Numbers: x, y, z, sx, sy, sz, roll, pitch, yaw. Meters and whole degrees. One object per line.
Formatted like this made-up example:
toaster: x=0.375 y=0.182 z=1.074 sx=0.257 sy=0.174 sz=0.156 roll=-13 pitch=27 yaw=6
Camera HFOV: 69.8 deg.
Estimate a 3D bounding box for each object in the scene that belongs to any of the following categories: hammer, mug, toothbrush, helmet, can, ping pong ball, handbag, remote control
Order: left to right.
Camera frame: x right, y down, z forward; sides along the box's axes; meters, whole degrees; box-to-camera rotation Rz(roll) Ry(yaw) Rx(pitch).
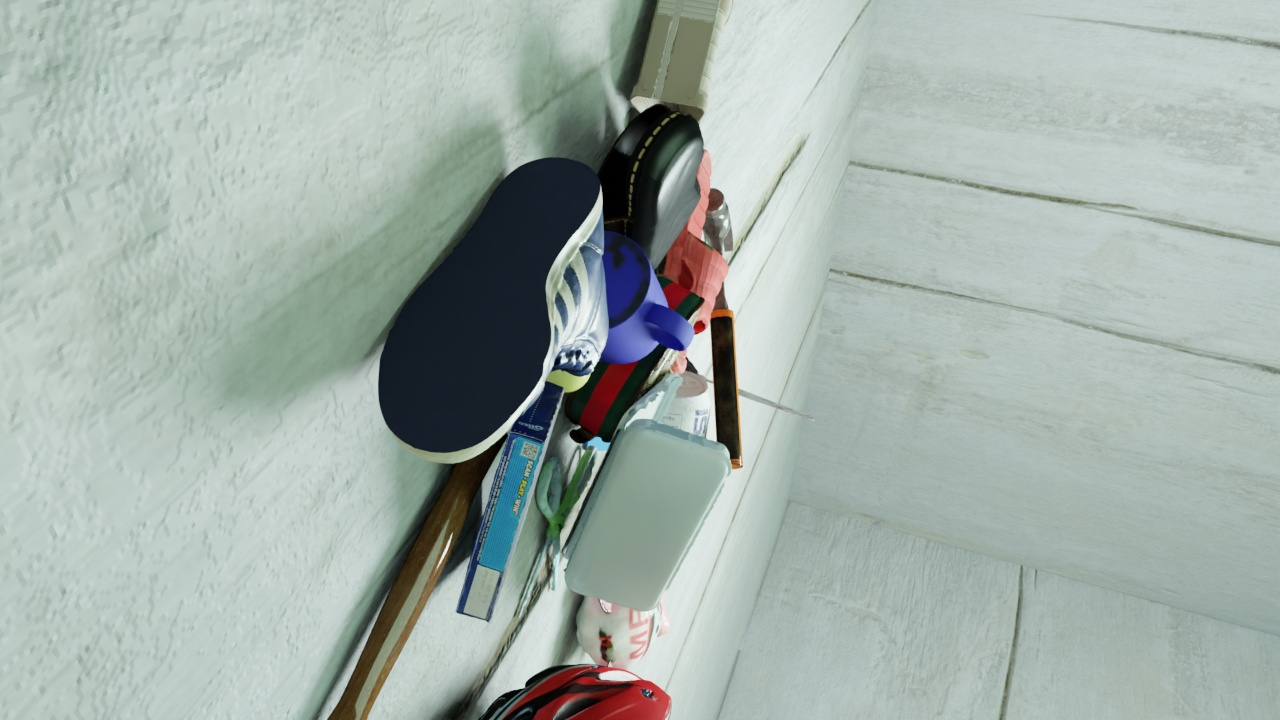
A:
hammer: x=-0.153 y=0.174 z=0.540 sx=0.115 sy=0.033 sz=0.322 roll=78 pitch=29 yaw=-55
helmet: x=-0.069 y=0.345 z=0.724 sx=0.271 sy=0.167 sz=0.218 roll=-18 pitch=135 yaw=-65
ping pong ball: x=-0.058 y=0.005 z=0.710 sx=0.040 sy=0.040 sz=0.040 roll=15 pitch=89 yaw=-75
toothbrush: x=-0.029 y=0.085 z=0.950 sx=0.166 sy=0.014 sz=0.016 roll=13 pitch=91 yaw=-71
mug: x=-0.010 y=-0.040 z=0.707 sx=0.079 sy=0.111 sz=0.083 roll=-61 pitch=162 yaw=-10
handbag: x=-0.005 y=0.005 z=0.819 sx=0.166 sy=0.063 sz=0.138 roll=-57 pitch=171 yaw=-1
can: x=0.036 y=0.085 z=1.050 sx=0.078 sy=0.078 sz=0.136 roll=-50 pitch=150 yaw=-59
remote control: x=0.061 y=0.035 z=1.175 sx=0.009 sy=0.046 sz=0.125 roll=-29 pitch=148 yaw=-14
handbag: x=0.048 y=-0.269 z=0.830 sx=0.198 sy=0.062 sz=0.175 roll=67 pitch=36 yaw=-78
hammer: x=0.097 y=-0.029 z=1.076 sx=0.138 sy=0.035 sz=0.314 roll=49 pitch=38 yaw=-75
toothbrush: x=0.135 y=0.046 z=1.175 sx=0.010 sy=0.181 sz=0.010 roll=83 pitch=31 yaw=-60

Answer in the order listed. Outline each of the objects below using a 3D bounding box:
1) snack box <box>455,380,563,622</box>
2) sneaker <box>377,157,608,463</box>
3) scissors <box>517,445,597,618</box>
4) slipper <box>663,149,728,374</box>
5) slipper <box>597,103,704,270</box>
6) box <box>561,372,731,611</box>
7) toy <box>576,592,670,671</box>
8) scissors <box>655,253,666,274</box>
snack box: x=-0.088 y=0.095 z=0.623 sx=0.082 sy=0.027 sz=0.150 roll=-76 pitch=-175 yaw=-67
sneaker: x=-0.078 y=-0.005 z=0.553 sx=0.119 sy=0.091 sz=0.232 roll=90 pitch=12 yaw=-49
scissors: x=-0.079 y=0.147 z=0.824 sx=0.168 sy=0.023 sz=0.171 roll=85 pitch=24 yaw=-63
slipper: x=0.064 y=-0.104 z=0.973 sx=0.103 sy=0.059 sz=0.248 roll=38 pitch=59 yaw=-75
slipper: x=0.002 y=-0.137 z=0.743 sx=0.113 sy=0.076 sz=0.268 roll=-56 pitch=175 yaw=-4
box: x=0.000 y=0.105 z=0.814 sx=0.124 sy=0.106 sz=0.216 roll=-86 pitch=-163 yaw=-54
toy: x=-0.013 y=0.281 z=1.039 sx=0.212 sy=0.084 sz=0.142 roll=-23 pitch=123 yaw=-73
scissors: x=0.021 y=-0.064 z=0.987 sx=0.179 sy=0.015 sz=0.187 roll=42 pitch=63 yaw=-72
